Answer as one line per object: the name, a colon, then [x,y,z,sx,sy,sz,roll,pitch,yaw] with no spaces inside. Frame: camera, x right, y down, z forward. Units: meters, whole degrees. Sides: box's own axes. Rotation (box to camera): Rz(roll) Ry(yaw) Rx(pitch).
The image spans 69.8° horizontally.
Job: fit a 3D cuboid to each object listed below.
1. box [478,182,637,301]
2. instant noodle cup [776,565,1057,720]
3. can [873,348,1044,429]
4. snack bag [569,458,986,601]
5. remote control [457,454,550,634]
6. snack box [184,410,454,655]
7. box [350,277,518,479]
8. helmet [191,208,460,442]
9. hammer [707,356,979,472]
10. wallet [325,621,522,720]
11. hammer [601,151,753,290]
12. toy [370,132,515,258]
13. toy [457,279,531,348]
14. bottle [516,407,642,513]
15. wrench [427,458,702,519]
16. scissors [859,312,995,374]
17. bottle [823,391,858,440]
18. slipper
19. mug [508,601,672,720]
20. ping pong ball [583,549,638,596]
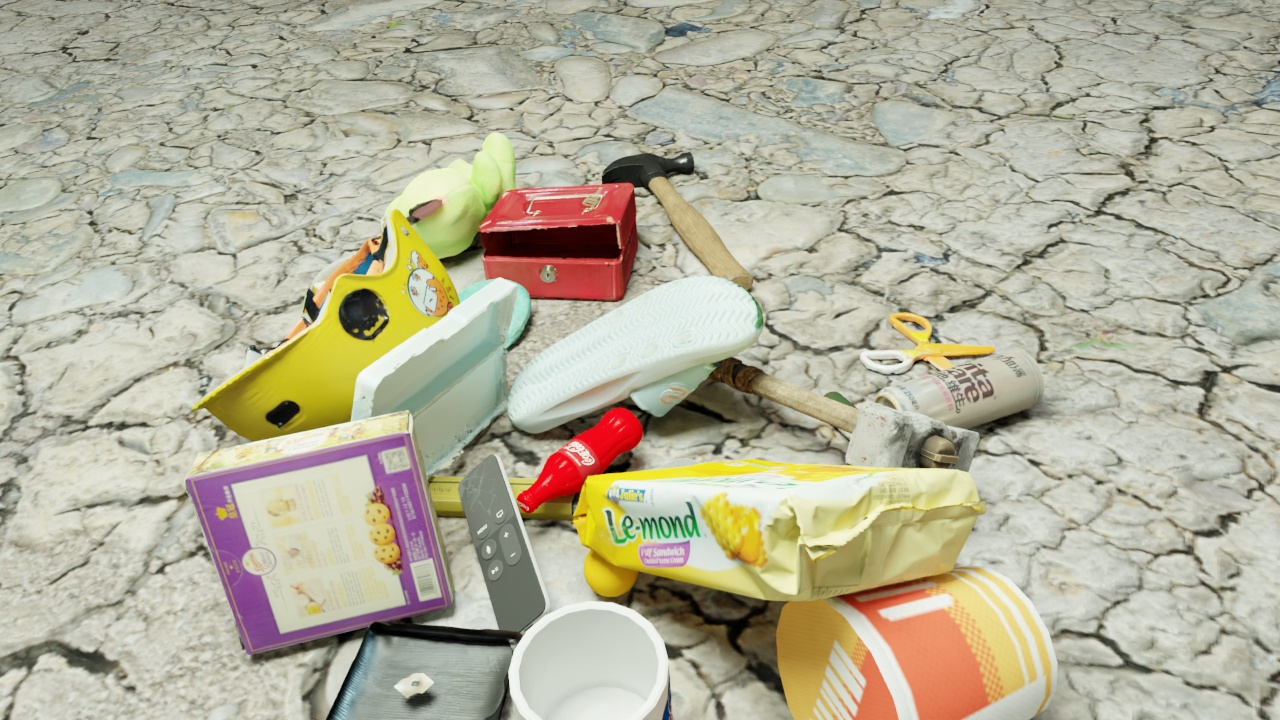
box: [-0.085,-0.132,1.004,0.158,0.093,0.129,0,36,11]
instant noodle cup: [0.167,0.184,0.548,0.121,0.124,0.123,-12,38,-22]
can: [0.268,0.032,0.776,0.135,0.054,0.054,-16,39,-13]
snack bag: [0.078,0.104,0.594,0.159,0.068,0.248,-3,-2,-33]
remote control: [-0.104,0.135,0.682,0.045,0.008,0.146,-42,48,16]
snack box: [-0.217,0.120,0.638,0.148,0.143,0.040,-11,22,-9]
box: [-0.161,0.025,0.739,0.041,0.135,0.196,22,34,15]
helmet: [-0.245,0.001,0.788,0.210,0.139,0.239,-23,28,45]
hammer: [0.121,0.028,0.762,0.121,0.049,0.319,9,10,-40]
wallet: [-0.141,0.216,0.605,0.115,0.026,0.089,2,38,9]
hammer: [0.048,-0.165,1.069,0.132,0.040,0.305,-12,39,-15]
toy: [-0.213,-0.177,1.051,0.151,0.107,0.196,-21,27,43]
toy: [-0.155,-0.050,0.946,0.105,0.033,0.084,23,60,34]
bottle: [-0.049,0.081,0.728,0.036,0.036,0.118,27,48,34]
wrench: [-0.069,0.109,0.742,0.273,0.018,0.083,1,38,7]
scissors: [0.264,-0.007,0.862,0.128,0.011,0.125,-20,39,-16]
bottle: [0.189,0.062,0.769,0.025,0.025,0.106,-21,41,-20]
slipper: [-0.005,0.005,0.796,0.246,0.074,0.103,-24,37,19]
mug: [-0.024,0.218,0.538,0.091,0.090,0.121,-9,38,-5]
ping pong ball: [-0.021,0.151,0.665,0.040,0.040,0.040,-3,38,2]
